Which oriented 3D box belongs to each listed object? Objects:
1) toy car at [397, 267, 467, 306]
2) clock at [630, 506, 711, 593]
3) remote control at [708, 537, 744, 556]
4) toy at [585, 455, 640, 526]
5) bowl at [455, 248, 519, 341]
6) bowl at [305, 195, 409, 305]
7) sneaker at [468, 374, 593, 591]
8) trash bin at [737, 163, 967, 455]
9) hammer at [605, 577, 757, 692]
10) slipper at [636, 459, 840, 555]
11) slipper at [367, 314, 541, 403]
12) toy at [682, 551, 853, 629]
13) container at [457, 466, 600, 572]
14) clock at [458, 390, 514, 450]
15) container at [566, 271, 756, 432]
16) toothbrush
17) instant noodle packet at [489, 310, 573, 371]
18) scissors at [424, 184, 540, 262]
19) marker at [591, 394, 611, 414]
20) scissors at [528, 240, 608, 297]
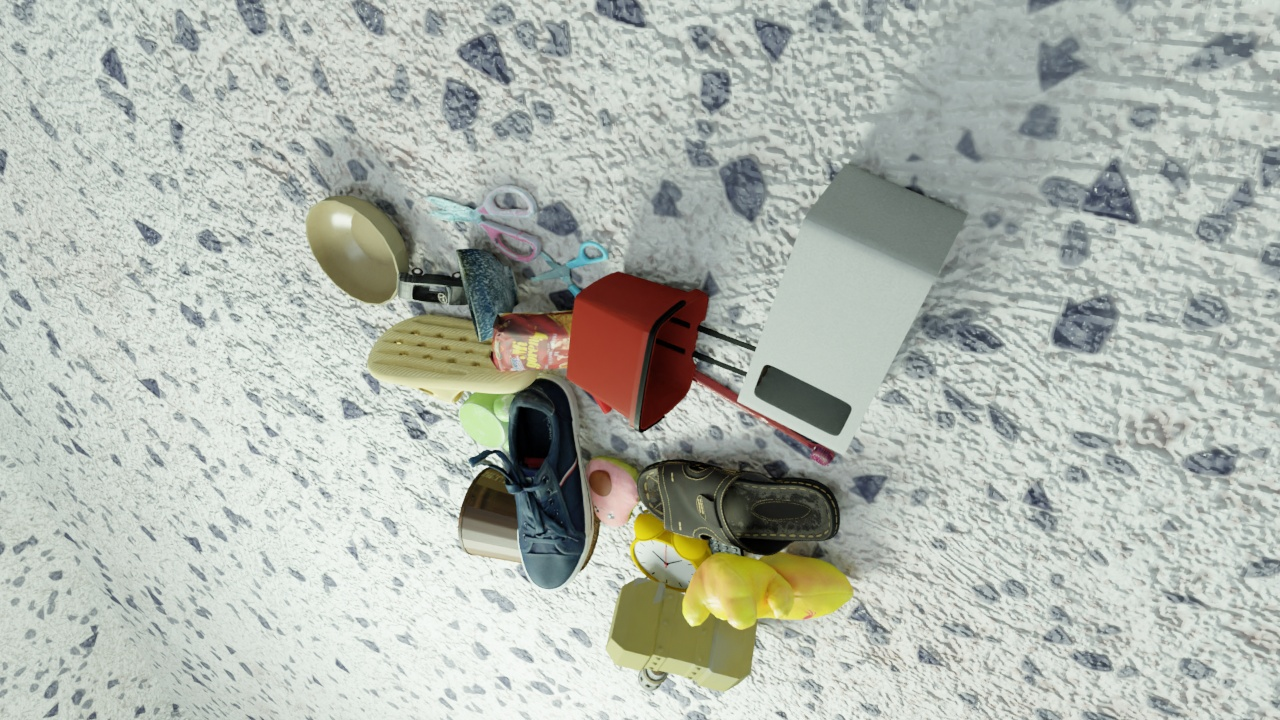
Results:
[{"bbox_3d":[-0.260,-0.089,1.160,0.092,0.037,0.040,5,137,-14],"label":"toy car"},{"bbox_3d":[0.041,0.258,1.248,0.114,0.051,0.152,18,137,21],"label":"clock"},{"bbox_3d":[0.118,0.256,1.215,0.047,0.022,0.150,10,131,28],"label":"remote control"},{"bbox_3d":[-0.035,0.179,1.233,0.090,0.051,0.110,20,134,25],"label":"toy"},{"bbox_3d":[-0.179,-0.084,1.103,0.114,0.060,0.114,165,91,-77],"label":"bowl"},{"bbox_3d":[-0.358,-0.149,1.189,0.152,0.050,0.153,19,133,21],"label":"bowl"},{"bbox_3d":[-0.136,0.172,1.173,0.121,0.127,0.295,2,105,15],"label":"sneaker"},{"bbox_3d":[0.190,-0.043,0.851,0.114,0.114,0.229,27,135,14],"label":"trash bin"},{"bbox_3d":[0.038,0.435,1.352,0.190,0.100,0.326,14,148,-1],"label":"hammer"},{"bbox_3d":[0.106,0.177,1.107,0.268,0.075,0.113,3,106,32],"label":"slipper"},{"bbox_3d":[-0.234,0.005,1.205,0.262,0.111,0.079,6,149,26],"label":"slipper"},{"bbox_3d":[0.149,0.276,1.117,0.135,0.193,0.087,-25,65,55],"label":"toy"},{"bbox_3d":[-0.154,0.234,1.315,0.167,0.131,0.132,11,130,20],"label":"container"},{"bbox_3d":[-0.204,0.081,1.278,0.119,0.042,0.094,12,131,26],"label":"clock"},{"bbox_3d":[0.031,-0.003,0.988,0.201,0.126,0.148,25,126,23],"label":"container"},{"bbox_3d":[0.136,0.065,1.048,0.190,0.016,0.016,32,137,9],"label":"toothbrush"},{"bbox_3d":[-0.109,-0.022,1.084,0.135,0.039,0.099,-2,151,-12],"label":"instant noodle packet"},{"bbox_3d":[-0.190,-0.182,1.078,0.179,0.016,0.103,24,131,22],"label":"scissors"},{"bbox_3d":[-0.079,0.009,1.154,0.013,0.012,0.142,-17,113,42],"label":"marker"},{"bbox_3d":[-0.074,-0.099,1.063,0.135,0.015,0.134,41,137,-4],"label":"scissors"}]
